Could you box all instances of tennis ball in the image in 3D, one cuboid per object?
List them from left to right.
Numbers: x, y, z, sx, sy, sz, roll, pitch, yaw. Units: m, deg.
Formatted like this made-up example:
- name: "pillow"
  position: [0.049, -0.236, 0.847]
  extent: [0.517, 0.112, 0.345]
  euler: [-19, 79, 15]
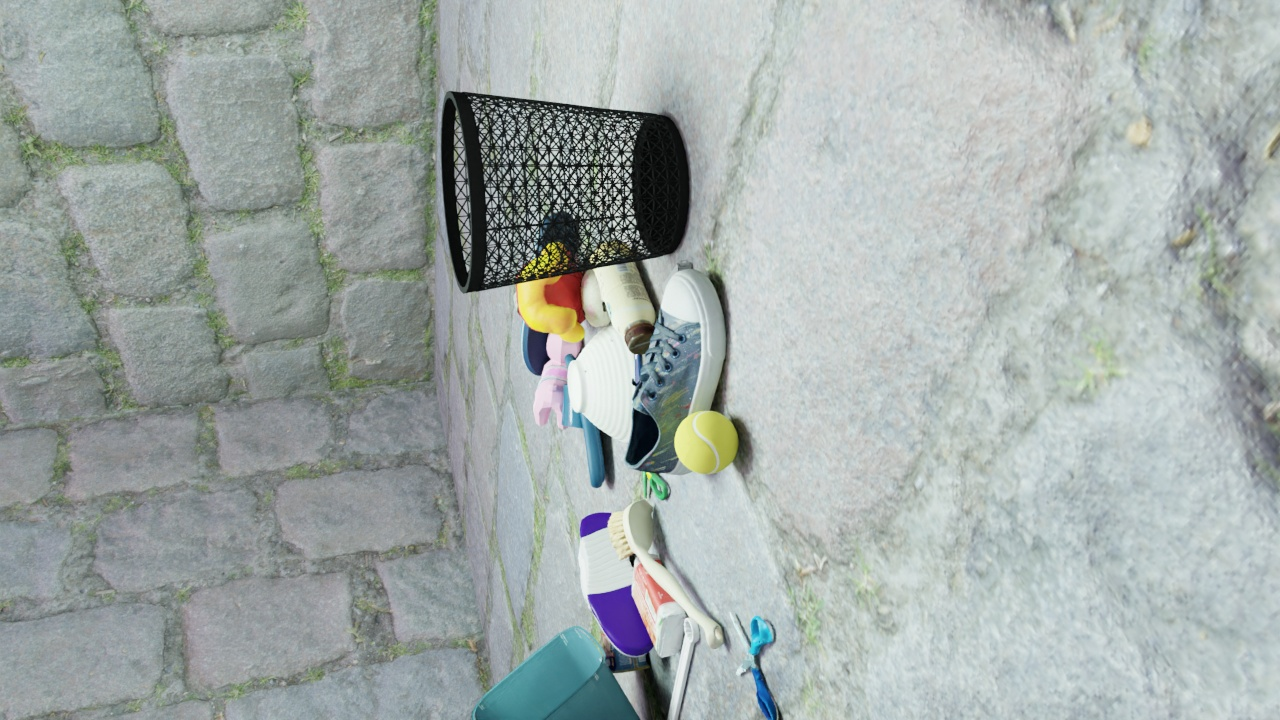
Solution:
- name: "tennis ball"
  position: [0.068, 0.084, 0.942]
  extent: [0.065, 0.065, 0.065]
  euler: [174, 90, -72]

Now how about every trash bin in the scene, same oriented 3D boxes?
- name: "trash bin"
  position: [-0.088, -0.193, 1.041]
  extent: [0.217, 0.243, 0.217]
  euler: [174, 90, -72]
- name: "trash bin"
  position: [-0.084, 0.527, 1.264]
  extent: [0.218, 0.199, 0.197]
  euler: [56, 165, -11]

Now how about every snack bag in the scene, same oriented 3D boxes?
- name: "snack bag"
  position: [0.022, 0.318, 1.199]
  extent: [0.116, 0.036, 0.077]
  euler: [-121, 30, -52]

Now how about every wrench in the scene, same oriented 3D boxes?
- name: "wrench"
  position: [0.050, 0.429, 1.194]
  extent: [0.047, 0.009, 0.274]
  euler: [-118, 29, -49]

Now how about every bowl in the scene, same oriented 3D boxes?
- name: "bowl"
  position: [-0.061, 0.034, 1.310]
  extent: [0.177, 0.070, 0.177]
  euler: [174, 90, -71]

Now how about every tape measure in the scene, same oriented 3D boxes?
- name: "tape measure"
  position: [0.044, -0.073, 1.036]
  extent: [0.060, 0.020, 0.062]
  euler: [131, 131, -66]

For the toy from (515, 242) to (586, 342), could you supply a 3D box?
- name: "toy"
  position: [-0.127, -0.101, 1.361]
  extent: [0.216, 0.099, 0.147]
  euler: [-65, -25, -84]

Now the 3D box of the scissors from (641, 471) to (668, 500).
- name: "scissors"
  position: [0.006, 0.135, 1.209]
  extent: [0.125, 0.011, 0.131]
  euler: [-139, 38, -57]

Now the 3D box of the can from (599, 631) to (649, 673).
- name: "can"
  position: [-0.025, 0.426, 1.351]
  extent: [0.100, 0.054, 0.059]
  euler: [136, 128, -67]

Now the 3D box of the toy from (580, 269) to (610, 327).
- name: "toy"
  position: [-0.059, -0.091, 1.308]
  extent: [0.112, 0.050, 0.087]
  euler: [160, 104, -76]

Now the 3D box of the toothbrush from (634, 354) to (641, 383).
- name: "toothbrush"
  position: [-0.007, 0.007, 1.222]
  extent: [0.016, 0.017, 0.190]
  euler: [-162, 67, -72]

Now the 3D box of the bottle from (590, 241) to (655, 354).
- name: "bottle"
  position: [-0.018, -0.079, 1.166]
  extent: [0.057, 0.056, 0.162]
  euler: [105, 152, -48]

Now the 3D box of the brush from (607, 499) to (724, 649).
- name: "brush"
  position: [0.030, 0.263, 1.132]
  extent: [0.077, 0.062, 0.272]
  euler: [-53, 34, 6]

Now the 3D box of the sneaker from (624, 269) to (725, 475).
- name: "sneaker"
  position: [0.030, 0.020, 0.979]
  extent: [0.087, 0.079, 0.236]
  euler: [32, 122, 51]

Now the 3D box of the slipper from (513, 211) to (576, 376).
- name: "slipper"
  position: [-0.162, -0.107, 1.504]
  extent: [0.060, 0.118, 0.295]
  euler: [24, 121, 28]

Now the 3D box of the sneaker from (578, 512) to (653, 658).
- name: "sneaker"
  position: [-0.042, 0.342, 1.325]
  extent: [0.244, 0.091, 0.111]
  euler: [-111, 23, -50]

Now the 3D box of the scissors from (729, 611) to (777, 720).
- name: "scissors"
  position: [0.117, 0.315, 0.948]
  extent: [0.128, 0.014, 0.133]
  euler: [112, 146, -55]

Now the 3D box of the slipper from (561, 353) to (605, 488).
- name: "slipper"
  position: [-0.094, 0.094, 1.420]
  extent: [0.104, 0.059, 0.213]
  euler: [114, 144, -85]

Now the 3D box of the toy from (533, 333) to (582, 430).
- name: "toy"
  position: [-0.133, 0.025, 1.504]
  extent: [0.123, 0.067, 0.158]
  euler: [-77, -5, -58]
